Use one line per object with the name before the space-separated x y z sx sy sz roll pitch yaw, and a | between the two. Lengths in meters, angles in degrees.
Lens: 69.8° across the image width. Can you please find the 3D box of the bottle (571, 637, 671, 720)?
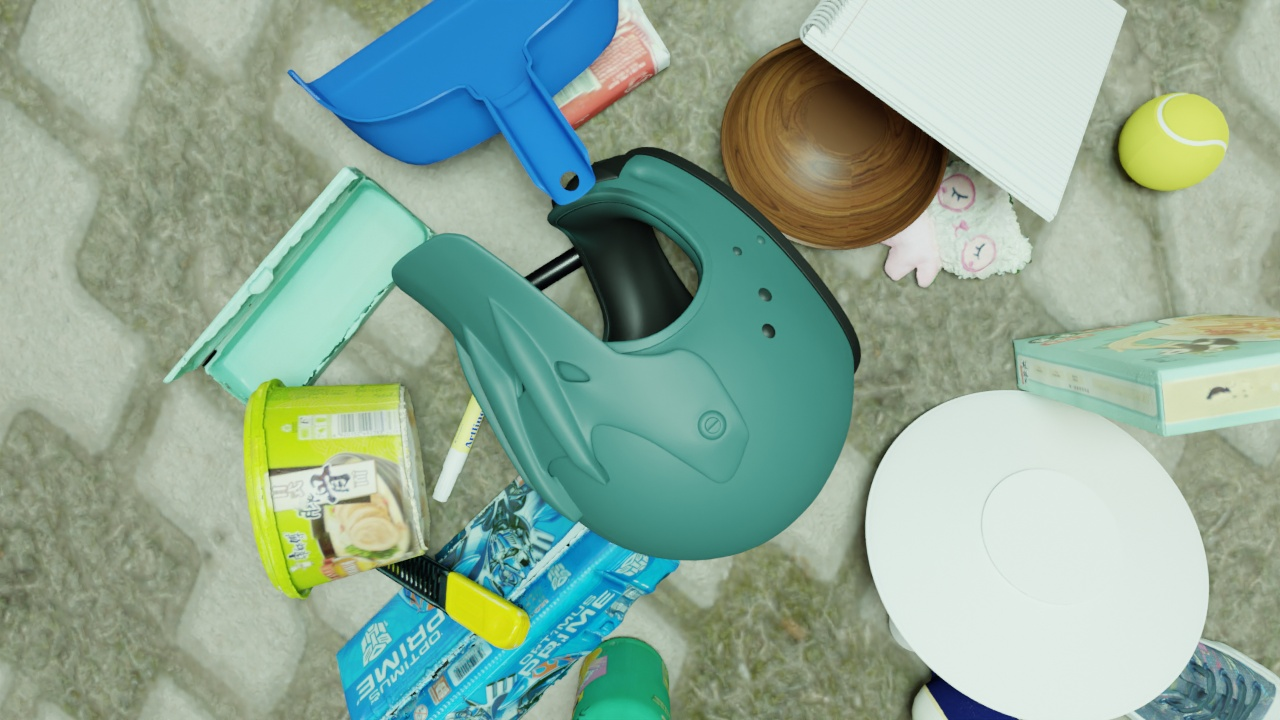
bottle | -0.013 0.246 0.588 0.068 0.209 0.068 0 94 0

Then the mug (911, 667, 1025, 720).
mug | 0.238 0.245 0.657 0.089 0.085 0.111 -37 58 5

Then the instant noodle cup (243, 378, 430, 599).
instant noodle cup | -0.198 0.079 0.617 0.097 0.146 0.146 -8 94 -11

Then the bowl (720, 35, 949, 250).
bowl | 0.134 -0.155 0.619 0.147 0.068 0.147 14 131 16

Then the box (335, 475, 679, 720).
box | -0.104 0.182 0.671 0.243 0.094 0.115 -44 52 3

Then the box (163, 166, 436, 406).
box | -0.234 -0.043 0.627 0.077 0.093 0.188 42 93 -1

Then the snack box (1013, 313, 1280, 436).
snack box | 0.343 0.004 0.575 0.141 0.193 0.044 -8 96 1

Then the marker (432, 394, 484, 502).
marker | -0.122 0.041 0.671 0.014 0.014 0.132 23 94 -1

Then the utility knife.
utility knife | -0.145 0.152 0.636 0.173 0.020 0.028 20 77 32

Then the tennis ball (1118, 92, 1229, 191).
tennis ball | 0.364 -0.149 0.628 0.065 0.065 0.065 0 94 0

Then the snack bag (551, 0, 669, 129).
snack bag | -0.045 -0.210 0.641 0.116 0.036 0.077 -34 93 3

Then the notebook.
notebook | 0.216 -0.215 0.580 0.178 0.013 0.244 35 56 -2

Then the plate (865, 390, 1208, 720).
plate | 0.269 0.120 0.613 0.229 0.030 0.229 0 65 0

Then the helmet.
helmet | -0.003 0.004 0.565 0.275 0.177 0.199 48 63 -7

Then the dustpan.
dustpan | -0.088 -0.178 0.567 0.245 0.059 0.257 -33 61 3

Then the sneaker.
sneaker | 0.373 0.226 0.649 0.235 0.079 0.087 31 93 -2

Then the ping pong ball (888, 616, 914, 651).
ping pong ball | 0.201 0.191 0.667 0.040 0.040 0.040 0 94 0

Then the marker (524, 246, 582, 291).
marker | -0.050 -0.072 0.660 0.134 0.018 0.015 -31 113 3

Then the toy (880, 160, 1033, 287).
toy | 0.219 -0.094 0.648 0.109 0.041 0.095 -18 95 8
